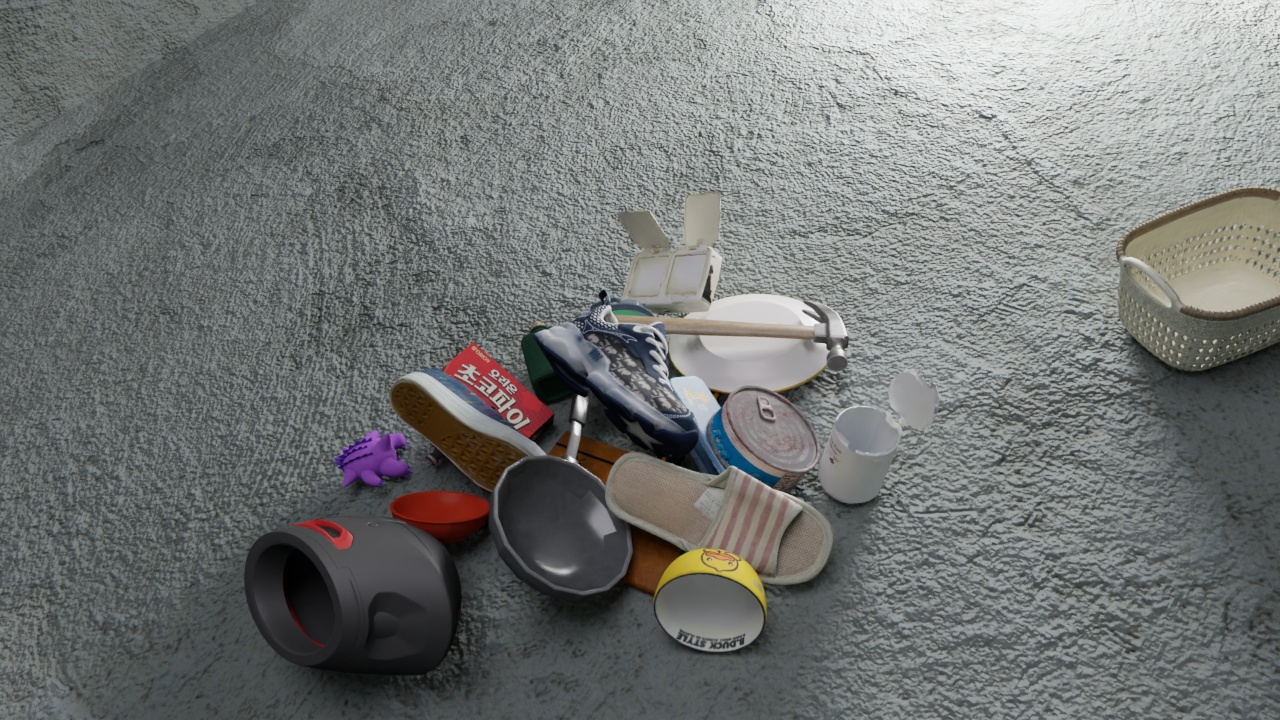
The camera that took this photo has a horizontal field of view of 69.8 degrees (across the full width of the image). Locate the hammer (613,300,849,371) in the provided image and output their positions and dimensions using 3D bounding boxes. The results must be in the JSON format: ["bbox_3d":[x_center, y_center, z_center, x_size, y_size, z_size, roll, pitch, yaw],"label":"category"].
[{"bbox_3d":[0.107,-0.040,1.219,0.331,0.031,0.119,2,40,8],"label":"hammer"}]

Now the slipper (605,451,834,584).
[{"bbox_3d":[0.082,0.170,1.016,0.263,0.052,0.115,18,90,14],"label":"slipper"}]

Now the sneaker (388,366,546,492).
[{"bbox_3d":[-0.205,0.089,1.164,0.235,0.088,0.079,34,28,5],"label":"sneaker"}]

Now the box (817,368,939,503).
[{"bbox_3d":[0.266,0.084,1.041,0.112,0.163,0.084,-12,50,-14],"label":"box"}]

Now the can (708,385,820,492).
[{"bbox_3d":[0.147,0.093,1.092,0.130,0.044,0.129,21,39,-18],"label":"can"}]

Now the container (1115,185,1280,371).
[{"bbox_3d":[0.704,-0.098,1.104,0.246,0.143,0.184,-21,45,-4],"label":"container"}]

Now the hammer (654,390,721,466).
[{"bbox_3d":[0.068,0.077,1.172,0.123,0.036,0.319,16,46,27],"label":"hammer"}]

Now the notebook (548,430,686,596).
[{"bbox_3d":[-0.029,0.177,1.130,0.249,0.014,0.178,16,53,28],"label":"notebook"}]

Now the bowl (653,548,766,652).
[{"bbox_3d":[0.076,0.244,0.971,0.117,0.117,0.067,-2,32,14],"label":"bowl"}]

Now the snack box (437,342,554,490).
[{"bbox_3d":[-0.217,0.072,1.224,0.152,0.036,0.132,40,64,12],"label":"snack box"}]

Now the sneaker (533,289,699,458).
[{"bbox_3d":[-0.007,0.007,1.106,0.132,0.103,0.269,-42,50,-14],"label":"sneaker"}]

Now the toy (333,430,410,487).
[{"bbox_3d":[-0.364,0.131,1.238,0.088,0.056,0.106,-21,44,0],"label":"toy"}]

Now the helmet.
[{"bbox_3d":[-0.298,0.255,1.020,0.265,0.164,0.169,13,9,37],"label":"helmet"}]

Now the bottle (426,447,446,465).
[{"bbox_3d":[-0.246,0.101,1.248,0.036,0.036,0.109,27,58,34],"label":"bottle"}]

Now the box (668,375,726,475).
[{"bbox_3d":[0.098,0.102,1.098,0.066,0.049,0.209,-17,62,-27],"label":"box"}]

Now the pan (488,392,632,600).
[{"bbox_3d":[-0.088,0.134,1.101,0.178,0.041,0.356,28,37,-18],"label":"pan"}]

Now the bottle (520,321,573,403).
[{"bbox_3d":[-0.133,-0.007,1.304,0.061,0.061,0.131,-21,45,-2],"label":"bottle"}]

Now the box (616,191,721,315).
[{"bbox_3d":[0.037,-0.157,1.331,0.146,0.095,0.185,-2,86,35],"label":"box"}]

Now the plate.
[{"bbox_3d":[0.151,-0.033,1.253,0.230,0.021,0.229,-6,37,4],"label":"plate"}]

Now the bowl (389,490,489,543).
[{"bbox_3d":[-0.246,0.195,1.129,0.122,0.035,0.122,4,9,-1],"label":"bowl"}]

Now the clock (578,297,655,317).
[{"bbox_3d":[-0.035,-0.034,1.293,0.122,0.075,0.161,-18,46,-3],"label":"clock"}]
